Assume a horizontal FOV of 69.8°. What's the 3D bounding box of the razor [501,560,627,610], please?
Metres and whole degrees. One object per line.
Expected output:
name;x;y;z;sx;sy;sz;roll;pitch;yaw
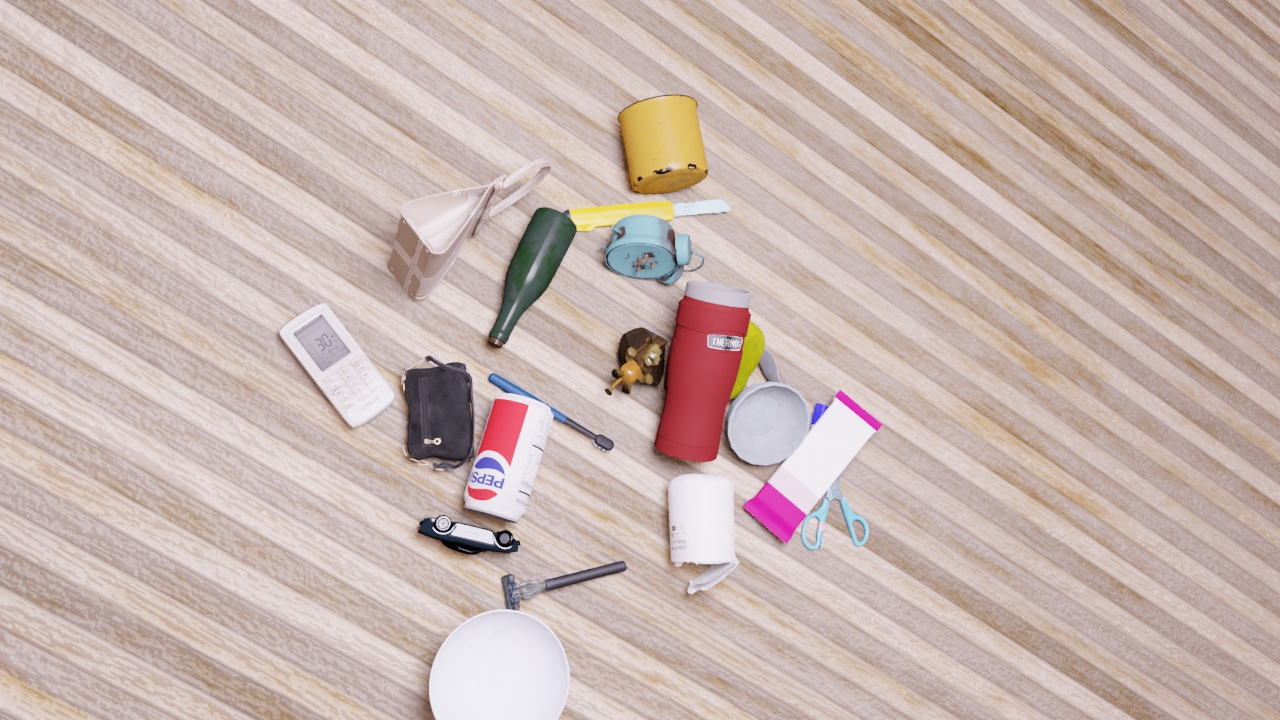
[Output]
razor;-0.083;0.248;1.039;0.144;0.022;0.042;-10;84;-19

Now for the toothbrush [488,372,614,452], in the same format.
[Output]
toothbrush;-0.104;0.061;1.071;0.167;0.014;0.014;31;61;-7

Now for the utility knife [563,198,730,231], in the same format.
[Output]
utility knife;0.010;-0.185;1.153;0.223;0.019;0.030;-8;88;-14

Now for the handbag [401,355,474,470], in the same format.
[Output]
handbag;-0.225;0.057;1.015;0.079;0.054;0.128;-4;83;-14

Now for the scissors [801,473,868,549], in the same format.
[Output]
scissors;0.257;0.181;1.165;0.111;0.015;0.140;23;79;-12

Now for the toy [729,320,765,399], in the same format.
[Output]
toy;0.105;-0.005;1.131;0.090;0.051;0.110;21;78;-15

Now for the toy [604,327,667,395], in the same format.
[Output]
toy;-0.007;0.006;1.085;0.099;0.063;0.076;-48;115;-38

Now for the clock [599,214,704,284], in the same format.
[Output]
clock;0.017;-0.132;1.109;0.124;0.090;0.053;11;67;-15

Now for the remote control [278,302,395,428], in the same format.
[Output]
remote control;-0.331;0.006;1.004;0.060;0.025;0.138;-38;92;-20

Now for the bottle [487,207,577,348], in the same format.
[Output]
bottle;-0.133;-0.093;1.072;0.055;0.055;0.174;27;74;-11

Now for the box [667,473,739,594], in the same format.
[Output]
box;0.076;0.205;1.070;0.089;0.080;0.143;6;79;-33

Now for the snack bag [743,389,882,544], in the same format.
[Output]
snack bag;0.215;0.130;1.138;0.070;0.016;0.196;40;78;6

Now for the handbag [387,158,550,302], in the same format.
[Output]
handbag;-0.176;-0.162;1.009;0.197;0.176;0.062;-39;92;-23

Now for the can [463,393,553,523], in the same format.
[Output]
can;-0.147;0.108;1.020;0.070;0.070;0.132;19;75;-13

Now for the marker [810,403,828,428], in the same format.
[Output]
marker;0.215;0.124;1.159;0.020;0.020;0.141;19;75;-13

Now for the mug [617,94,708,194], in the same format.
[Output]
mug;0.035;-0.262;1.141;0.123;0.101;0.094;-1;79;-59

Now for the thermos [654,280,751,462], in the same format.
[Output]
thermos;0.066;0.009;1.076;0.083;0.108;0.199;5;102;-30

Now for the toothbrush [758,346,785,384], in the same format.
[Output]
toothbrush;0.164;0.009;1.164;0.024;0.022;0.185;-24;86;-20

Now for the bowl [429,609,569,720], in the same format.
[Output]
bowl;-0.154;0.335;0.972;0.144;0.074;0.144;3;79;-17

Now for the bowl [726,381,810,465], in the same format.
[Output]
bowl;0.151;0.072;1.126;0.106;0.039;0.106;-5;109;-14

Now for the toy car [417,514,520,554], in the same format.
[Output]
toy car;-0.188;0.194;1.004;0.112;0.046;0.034;16;74;-13
